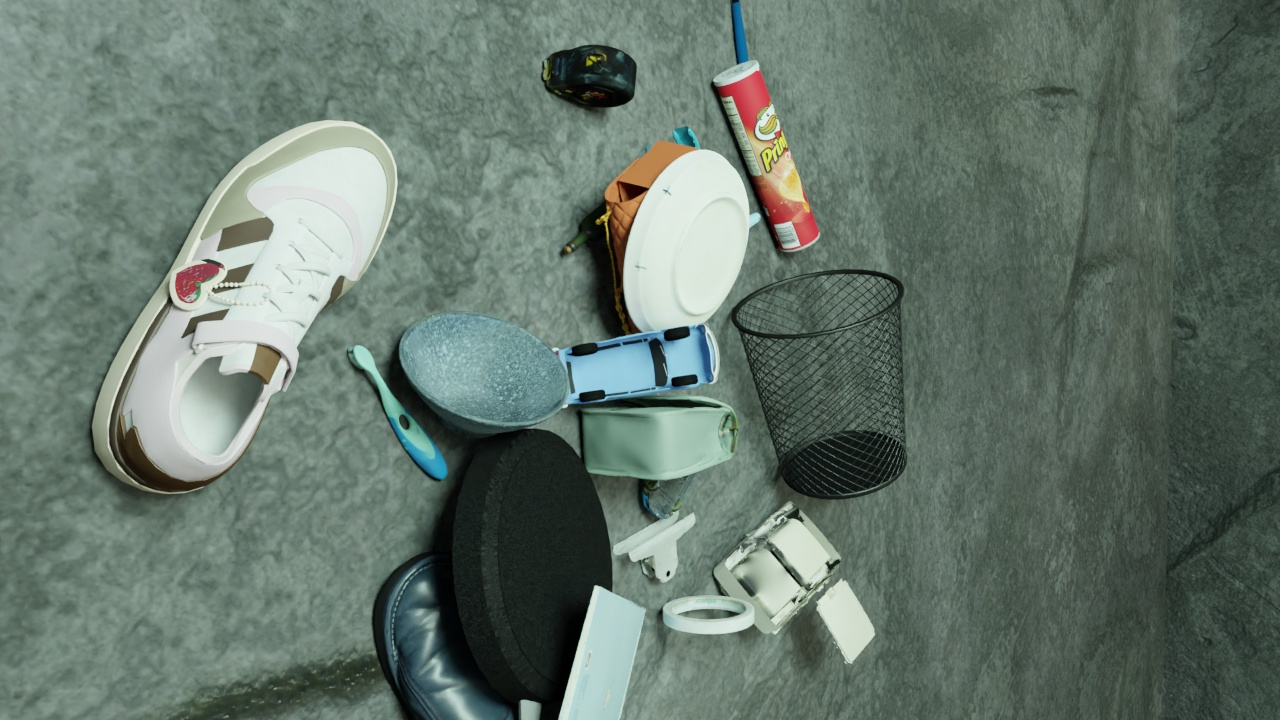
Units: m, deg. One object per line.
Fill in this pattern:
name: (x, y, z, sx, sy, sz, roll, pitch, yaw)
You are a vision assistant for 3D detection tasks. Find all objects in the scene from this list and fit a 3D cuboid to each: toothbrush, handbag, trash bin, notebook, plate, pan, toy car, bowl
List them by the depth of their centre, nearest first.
toothbrush: (-0.190, 0.042, 0.721, 0.022, 0.017, 0.135, -49, 126, -35)
pan: (-0.081, 0.225, 0.732, 0.225, 0.034, 0.355, 46, 39, -54)
bowl: (-0.130, 0.024, 0.736, 0.136, 0.137, 0.057, -16, 141, -45)
notebook: (-0.037, 0.294, 0.786, 0.253, 0.009, 0.180, 66, 37, -69)
toy car: (-0.005, 0.005, 0.833, 0.055, 0.153, 0.056, 23, 58, -84)
plate: (0.054, -0.102, 0.854, 0.181, 0.034, 0.183, -32, 134, -41)
handbag: (0.013, 0.067, 0.855, 0.106, 0.122, 0.067, -8, 94, -44)
handbag: (0.012, -0.106, 0.875, 0.108, 0.060, 0.172, -47, 143, -34)
toy car: (0.033, 0.111, 0.939, 0.048, 0.032, 0.105, 46, 64, -36)
toothbrush: (0.088, -0.130, 1.008, 0.154, 0.016, 0.022, -38, 148, -39)
toothbrush: (0.109, -0.383, 1.031, 0.014, 0.014, 0.168, -24, 108, -55)
trash bin: (0.212, 0.029, 1.031, 0.183, 0.184, 0.210, -35, 120, -41)

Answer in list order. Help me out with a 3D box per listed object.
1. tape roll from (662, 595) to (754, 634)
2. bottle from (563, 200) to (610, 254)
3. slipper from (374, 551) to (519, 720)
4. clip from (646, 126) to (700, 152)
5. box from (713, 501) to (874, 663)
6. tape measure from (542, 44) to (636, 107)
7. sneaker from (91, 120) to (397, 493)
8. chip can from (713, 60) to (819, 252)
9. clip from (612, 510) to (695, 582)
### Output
tape roll: (0.069, 0.258, 0.932, 0.092, 0.093, 0.013, -2, 92, -46)
bottle: (-0.039, -0.131, 0.869, 0.105, 0.025, 0.025, -47, 121, -36)
slipper: (-0.128, 0.281, 0.734, 0.108, 0.084, 0.265, -20, 103, -42)
clip: (0.037, -0.174, 0.949, 0.119, 0.030, 0.130, -22, 104, -49)
box: (0.179, 0.266, 1.029, 0.143, 0.044, 0.184, -29, 74, -41)
tape measure: (-0.040, -0.260, 0.837, 0.072, 0.072, 0.042, 15, 76, -51)
sneaker: (-0.236, -0.049, 0.597, 0.111, 0.117, 0.293, 47, 58, -35)
chip can: (0.146, -0.228, 1.043, 0.051, 0.052, 0.215, -46, 122, -36)
clip: (0.024, 0.193, 0.922, 0.101, 0.052, 0.059, -22, 93, -43)
